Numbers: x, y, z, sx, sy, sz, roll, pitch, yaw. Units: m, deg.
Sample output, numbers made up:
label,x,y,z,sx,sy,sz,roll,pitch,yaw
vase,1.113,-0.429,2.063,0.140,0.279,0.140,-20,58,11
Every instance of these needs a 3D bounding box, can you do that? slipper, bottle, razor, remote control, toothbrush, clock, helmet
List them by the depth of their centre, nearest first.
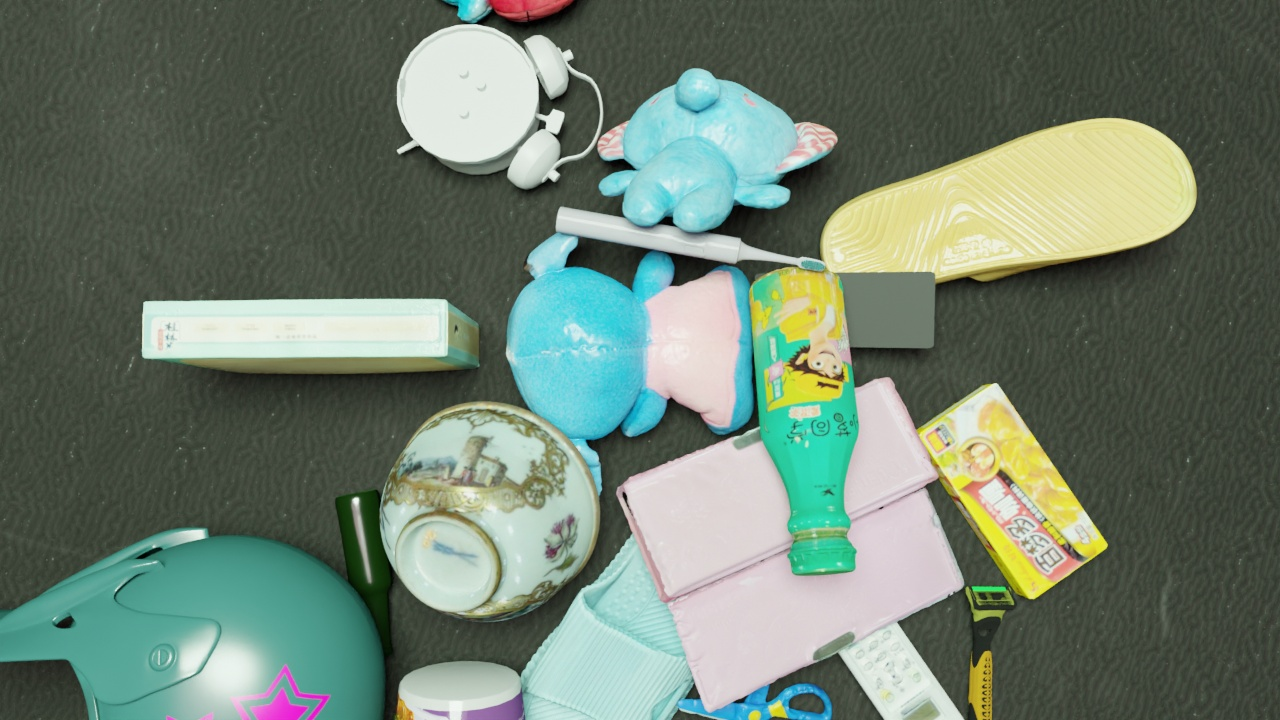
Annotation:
label,x,y,z,sx,sy,sz,roll,pitch,yaw
helmet,-0.312,0.214,0.610,0.275,0.176,0.200,-9,88,-2
toothbrush,0.035,-0.081,0.635,0.188,0.019,0.018,10,104,2
bottle,0.117,0.042,0.637,0.068,0.068,0.209,-2,72,-2
slipper,0.005,0.196,0.676,0.116,0.069,0.276,35,85,-2
bottle,-0.204,0.160,0.690,0.033,0.033,0.123,-10,86,-2
remote control,0.190,0.237,0.698,0.050,0.022,0.133,-34,87,-4
remote control,0.154,-0.039,0.698,0.133,0.013,0.058,2,98,17
razor,0.261,0.245,0.700,0.044,0.021,0.144,7,85,-25
slipper,0.270,-0.112,0.703,0.264,0.078,0.099,-14,93,15
clock,-0.108,-0.195,0.705,0.159,0.061,0.120,6,85,1

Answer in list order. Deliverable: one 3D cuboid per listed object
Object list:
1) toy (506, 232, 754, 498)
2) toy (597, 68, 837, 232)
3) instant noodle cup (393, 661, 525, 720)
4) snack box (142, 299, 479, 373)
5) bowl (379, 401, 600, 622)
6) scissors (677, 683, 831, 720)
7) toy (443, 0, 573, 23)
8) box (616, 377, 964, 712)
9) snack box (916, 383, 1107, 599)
label,x,y,z,sx,sy,sz,roll,pitch,yaw
toy,-0.004,0.004,0.681,0.191,0.099,0.224,0,88,-11
toy,0.040,-0.152,0.655,0.183,0.180,0.115,9,123,18
instant noodle cup,-0.132,0.280,0.631,0.136,0.122,0.122,1,90,-11
snack box,-0.220,-0.014,0.648,0.193,0.141,0.044,0,86,-2
bowl,-0.116,0.118,0.634,0.160,0.093,0.160,4,108,13
scissors,0.084,0.265,0.688,0.125,0.013,0.126,14,97,-16
toy,-0.101,-0.306,0.719,0.133,0.062,0.092,1,68,16
box,0.119,0.128,0.669,0.232,0.040,0.179,-21,83,-18
snack box,0.284,0.100,0.710,0.075,0.025,0.152,-33,87,-4
